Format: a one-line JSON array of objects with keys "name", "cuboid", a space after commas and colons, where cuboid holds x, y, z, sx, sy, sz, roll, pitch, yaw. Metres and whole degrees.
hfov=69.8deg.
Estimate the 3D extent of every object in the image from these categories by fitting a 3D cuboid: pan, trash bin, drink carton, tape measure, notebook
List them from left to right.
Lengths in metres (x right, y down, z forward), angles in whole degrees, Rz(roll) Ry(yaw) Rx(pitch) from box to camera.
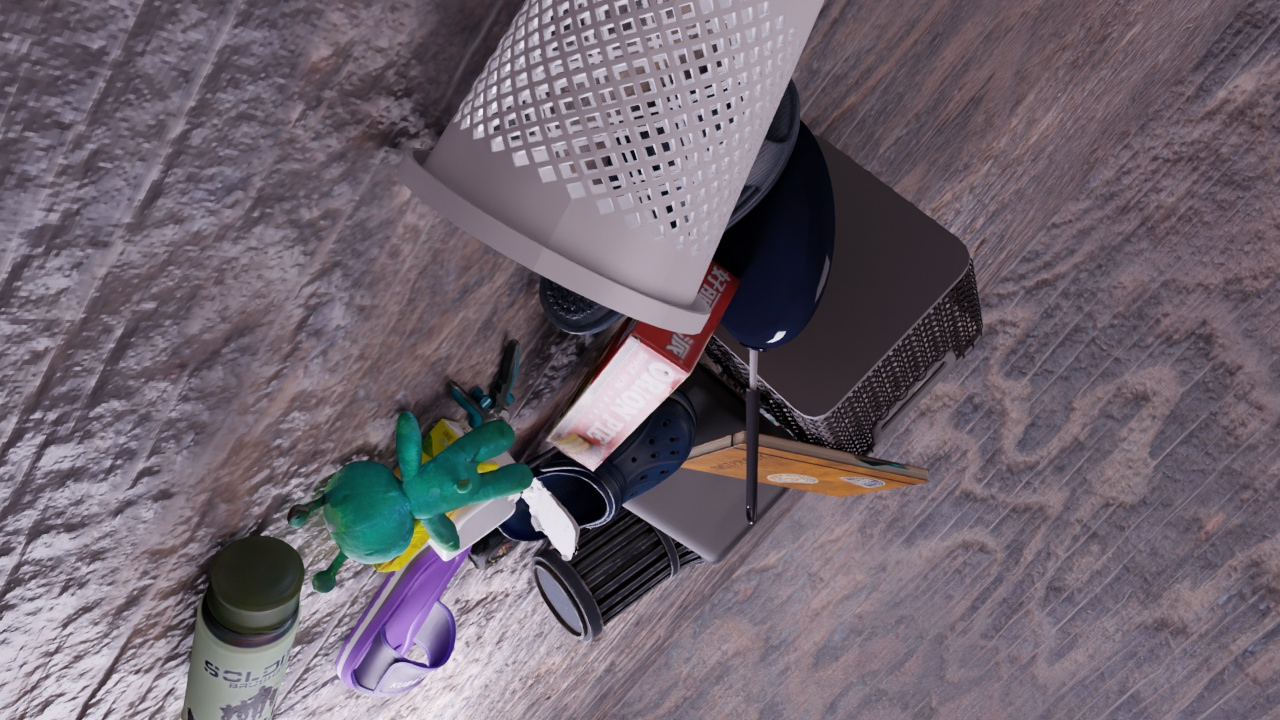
[{"name": "drink carton", "cuboid": [-0.194, 0.119, 0.809, 0.134, 0.058, 0.043, -46, 161, 5]}, {"name": "tape measure", "cuboid": [-0.168, 0.202, 1.049, 0.072, 0.042, 0.072, -35, 157, -17]}, {"name": "trash bin", "cuboid": [-0.028, 0.282, 1.317, 0.226, 0.164, 0.165, -31, 156, -27]}, {"name": "trash bin", "cuboid": [-0.002, -0.150, 0.512, 0.200, 0.195, 0.195, -61, 157, 12]}, {"name": "trash bin", "cuboid": [0.066, 0.118, 1.115, 0.192, 0.097, 0.219, -48, 124, 6]}, {"name": "pan", "cuboid": [0.095, -0.031, 0.778, 0.021, 0.199, 0.356, -5, 101, -24]}, {"name": "notebook", "cuboid": [0.183, 0.118, 1.006, 0.249, 0.014, 0.179, 13, 161, -22]}]

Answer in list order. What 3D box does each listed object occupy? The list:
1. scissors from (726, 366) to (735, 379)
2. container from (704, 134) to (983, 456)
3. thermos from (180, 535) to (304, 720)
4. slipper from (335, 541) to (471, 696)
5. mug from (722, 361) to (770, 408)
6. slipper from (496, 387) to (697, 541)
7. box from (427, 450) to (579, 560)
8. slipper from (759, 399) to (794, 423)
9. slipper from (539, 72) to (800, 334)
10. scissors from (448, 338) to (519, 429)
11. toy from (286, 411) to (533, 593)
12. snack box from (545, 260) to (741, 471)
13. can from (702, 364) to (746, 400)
[{"name": "scissors", "cuboid": [0.156, -0.037, 1.198, 0.158, 0.012, 0.162, -160, -95, -69]}, {"name": "container", "cuboid": [0.199, -0.057, 0.989, 0.247, 0.245, 0.243, -47, 157, 2]}, {"name": "thermos", "cuboid": [-0.322, 0.231, 0.748, 0.082, 0.082, 0.232, -24, 151, -46]}, {"name": "slipper", "cuboid": [-0.249, 0.302, 1.017, 0.107, 0.084, 0.267, -16, 145, -54]}, {"name": "mug", "cuboid": [0.166, 0.003, 1.297, 0.090, 0.073, 0.105, 106, 8, -53]}, {"name": "slipper", "cuboid": [-0.045, 0.126, 0.971, 0.253, 0.105, 0.095, -31, -158, 12]}, {"name": "box", "cuboid": [-0.129, 0.157, 0.888, 0.128, 0.137, 0.109, -33, 164, -31]}, {"name": "slipper", "cuboid": [0.144, 0.110, 1.338, 0.098, 0.054, 0.270, -8, 165, -34]}, {"name": "slipper", "cuboid": [0.014, -0.125, 0.692, 0.264, 0.101, 0.082, -46, 161, 11]}, {"name": "scissors", "cuboid": [-0.132, 0.029, 0.816, 0.125, 0.019, 0.156, -49, 162, 14]}, {"name": "toy", "cuboid": [-0.184, 0.111, 0.741, 0.193, 0.131, 0.072, -23, -164, -11]}, {"name": "snack box", "cuboid": [-0.005, 0.005, 0.828, 0.113, 0.060, 0.237, -60, -173, -34]}, {"name": "can", "cuboid": [0.074, 0.075, 1.235, 0.127, 0.073, 0.128, -39, 159, -18]}]
